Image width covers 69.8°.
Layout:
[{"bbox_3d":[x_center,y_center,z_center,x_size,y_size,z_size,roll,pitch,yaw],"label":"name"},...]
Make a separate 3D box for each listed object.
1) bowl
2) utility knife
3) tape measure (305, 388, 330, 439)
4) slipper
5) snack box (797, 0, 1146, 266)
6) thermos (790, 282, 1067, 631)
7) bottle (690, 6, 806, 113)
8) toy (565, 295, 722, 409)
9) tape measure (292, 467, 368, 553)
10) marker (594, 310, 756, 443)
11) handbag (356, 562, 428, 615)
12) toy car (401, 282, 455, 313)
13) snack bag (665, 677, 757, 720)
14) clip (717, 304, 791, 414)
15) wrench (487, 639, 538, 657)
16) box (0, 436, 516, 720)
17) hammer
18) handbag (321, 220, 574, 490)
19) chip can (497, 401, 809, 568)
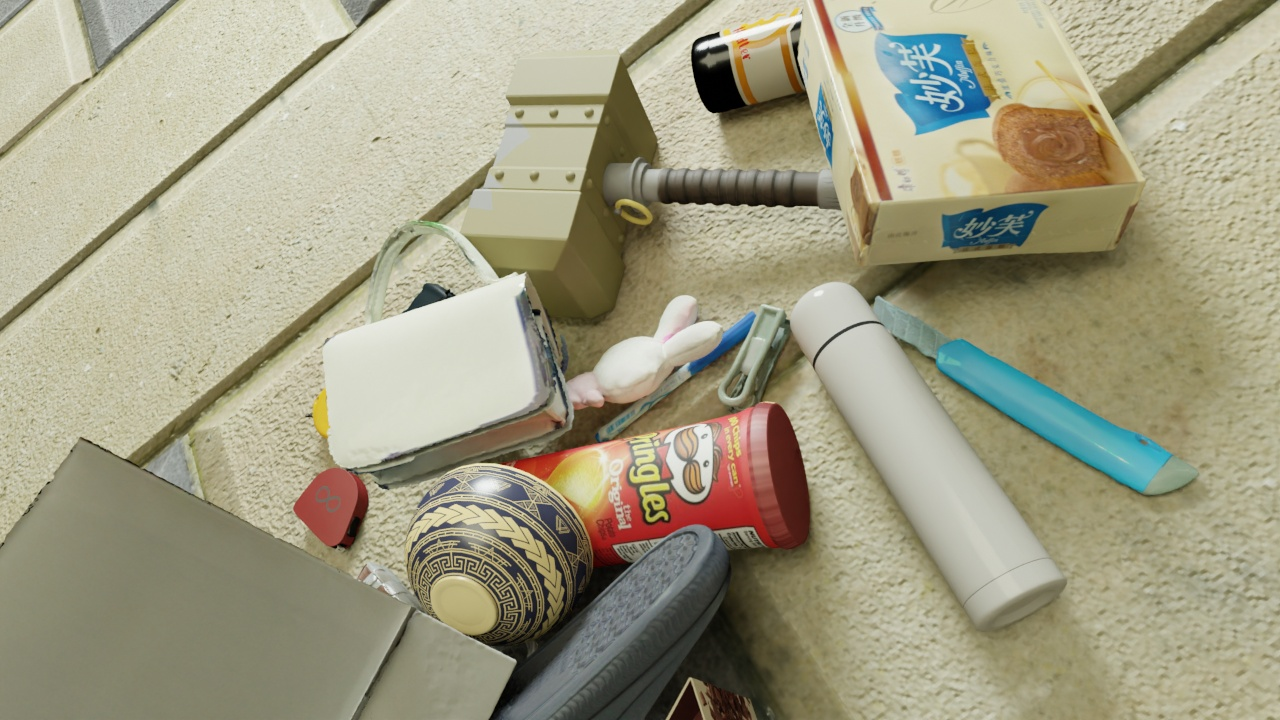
[{"bbox_3d":[-0.090,0.123,0.533,0.113,0.112,0.061,-11,22,22],"label":"bowl"},{"bbox_3d":[0.218,0.016,0.540,0.207,0.015,0.031,38,85,32],"label":"utility knife"},{"bbox_3d":[-0.238,0.041,0.749,0.068,0.030,0.059,-34,53,9],"label":"tape measure"},{"bbox_3d":[-0.037,0.205,0.500,0.268,0.110,0.083,-45,97,4],"label":"slipper"},{"bbox_3d":[0.192,-0.155,0.571,0.153,0.055,0.207,-5,54,-1],"label":"snack box"},{"bbox_3d":[0.156,0.044,0.534,0.052,0.052,0.224,-32,55,9],"label":"thermos"},{"bbox_3d":[0.132,-0.235,0.683,0.182,0.059,0.059,-9,62,23],"label":"bottle"},{"bbox_3d":[-0.004,0.004,0.634,0.125,0.037,0.076,-33,23,-2],"label":"toy"},{"bbox_3d":[-0.236,0.114,0.718,0.059,0.019,0.051,35,82,28],"label":"tape measure"},{"bbox_3d":[0.026,0.014,0.641,0.142,0.013,0.013,-38,55,6],"label":"marker"},{"bbox_3d":[-0.166,0.233,0.606,0.186,0.047,0.124,33,82,35],"label":"handbag"},{"bbox_3d":[-0.151,-0.027,0.736,0.112,0.034,0.046,32,82,35],"label":"toy car"},{"bbox_3d":[0.031,0.272,0.456,0.070,0.094,0.206,-4,64,25],"label":"snack bag"},{"bbox_3d":[0.077,0.001,0.611,0.023,0.043,0.076,18,75,34],"label":"clip"},{"bbox_3d":[-0.192,0.184,0.610,0.274,0.018,0.066,-1,57,20],"label":"wrench"},{"bbox_3d":[-0.170,0.124,0.302,0.234,0.529,0.166,13,64,28],"label":"box"},{"bbox_3d":[0.056,-0.124,0.653,0.325,0.101,0.190,5,68,21],"label":"hammer"},{"bbox_3d":[-0.132,-0.014,0.617,0.151,0.074,0.175,-19,68,6],"label":"handbag"},{"bbox_3d":[-0.009,0.088,0.576,0.214,0.087,0.087,-13,60,22],"label":"chip can"}]
